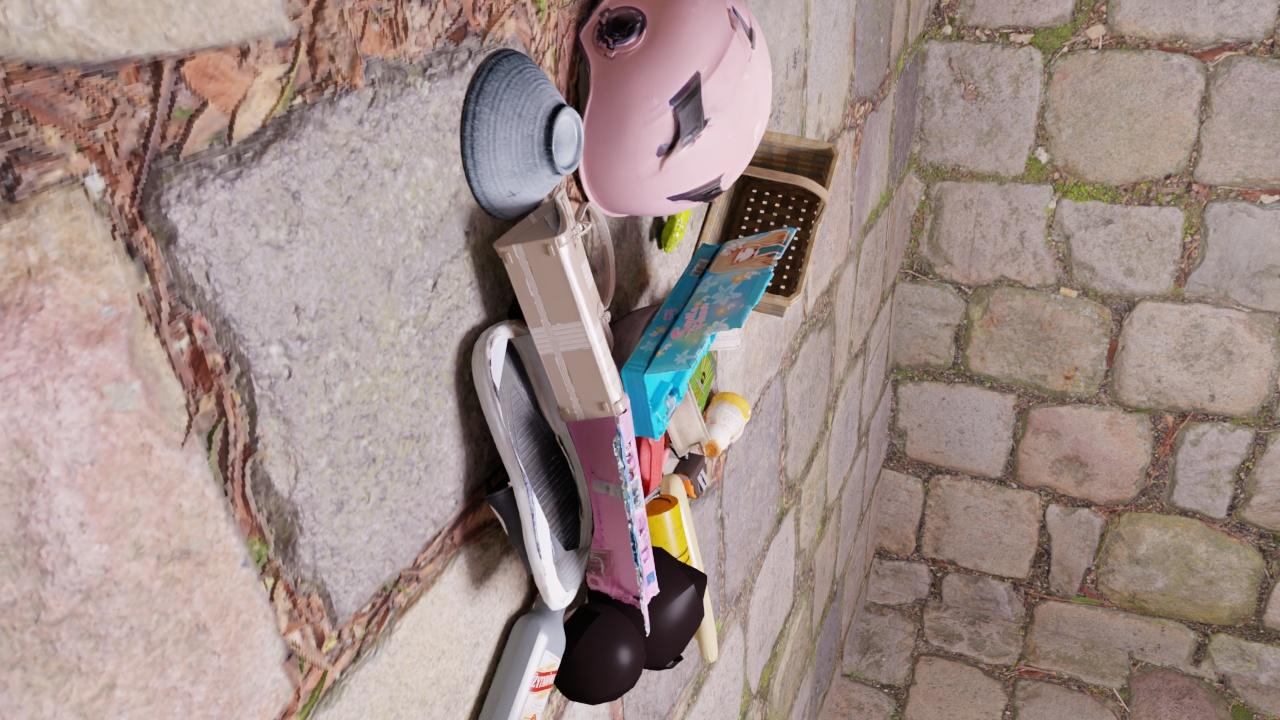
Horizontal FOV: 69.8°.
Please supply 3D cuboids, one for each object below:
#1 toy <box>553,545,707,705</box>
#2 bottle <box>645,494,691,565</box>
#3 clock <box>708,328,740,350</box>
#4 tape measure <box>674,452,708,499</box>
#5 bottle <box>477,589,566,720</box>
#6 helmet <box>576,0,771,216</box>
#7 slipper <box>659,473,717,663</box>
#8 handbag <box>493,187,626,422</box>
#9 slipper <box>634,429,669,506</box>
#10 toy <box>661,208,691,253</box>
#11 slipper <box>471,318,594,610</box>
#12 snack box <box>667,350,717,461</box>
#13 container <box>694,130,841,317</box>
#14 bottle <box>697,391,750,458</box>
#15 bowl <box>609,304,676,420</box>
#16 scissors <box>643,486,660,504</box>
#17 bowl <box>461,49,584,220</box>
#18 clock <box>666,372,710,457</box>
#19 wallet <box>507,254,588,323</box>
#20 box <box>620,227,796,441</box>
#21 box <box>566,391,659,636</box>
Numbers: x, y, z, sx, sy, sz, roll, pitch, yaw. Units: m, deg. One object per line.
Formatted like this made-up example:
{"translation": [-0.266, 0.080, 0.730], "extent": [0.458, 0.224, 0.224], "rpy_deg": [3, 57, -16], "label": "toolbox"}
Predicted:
{"translation": [-0.018, 0.293, 0.998], "extent": [0.183, 0.140, 0.159], "rpy_deg": [-36, 95, -44], "label": "toy"}
{"translation": [0.028, 0.253, 1.124], "extent": [0.070, 0.071, 0.164], "rpy_deg": [-34, 116, -59], "label": "bottle"}
{"translation": [0.069, -0.047, 1.130], "extent": [0.157, 0.103, 0.061], "rpy_deg": [-104, -167, -84], "label": "clock"}
{"translation": [0.073, 0.165, 1.282], "extent": [0.058, 0.038, 0.059], "rpy_deg": [-54, 146, -46], "label": "tape measure"}
{"translation": [-0.106, 0.291, 0.904], "extent": [0.072, 0.046, 0.161], "rpy_deg": [59, 46, -57], "label": "bottle"}
{"translation": [0.043, -0.253, 0.911], "extent": [0.254, 0.153, 0.230], "rpy_deg": [-60, 154, -27], "label": "helmet"}
{"translation": [0.045, 0.278, 1.222], "extent": [0.111, 0.079, 0.261], "rpy_deg": [-75, 153, -77], "label": "slipper"}
{"translation": [-0.052, -0.074, 0.839], "extent": [0.197, 0.062, 0.176], "rpy_deg": [-76, 153, -55], "label": "handbag"}
{"translation": [-0.012, 0.122, 1.041], "extent": [0.248, 0.059, 0.103], "rpy_deg": [-18, 116, -63], "label": "slipper"}
{"translation": [0.041, -0.174, 1.063], "extent": [0.094, 0.036, 0.093], "rpy_deg": [96, 3, -84], "label": "toy"}
{"translation": [-0.104, 0.094, 0.814], "extent": [0.111, 0.063, 0.264], "rpy_deg": [-48, 129, -58], "label": "slipper"}
{"translation": [0.062, 0.051, 1.225], "extent": [0.080, 0.025, 0.147], "rpy_deg": [57, 48, -58], "label": "snack box"}
{"translation": [0.165, -0.195, 1.208], "extent": [0.186, 0.158, 0.249], "rpy_deg": [72, 34, -67], "label": "container"}
{"translation": [0.117, 0.094, 1.322], "extent": [0.108, 0.063, 0.063], "rpy_deg": [-56, 147, -47], "label": "bottle"}
{"translation": [-0.006, 0.006, 0.993], "extent": [0.144, 0.067, 0.145], "rpy_deg": [11, 90, -67], "label": "bowl"}
{"translation": [-0.041, 0.183, 0.984], "extent": [0.161, 0.014, 0.118], "rpy_deg": [-48, 153, -3], "label": "scissors"}
{"translation": [-0.083, -0.181, 0.749], "extent": [0.137, 0.057, 0.137], "rpy_deg": [10, 90, -67], "label": "bowl"}
{"translation": [0.048, 0.049, 1.120], "extent": [0.093, 0.054, 0.141], "rpy_deg": [-9, 78, -87], "label": "clock"}
{"translation": [-0.083, -0.072, 0.852], "extent": [0.091, 0.018, 0.115], "rpy_deg": [55, 46, -59], "label": "wallet"}
{"translation": [0.058, -0.044, 0.930], "extent": [0.226, 0.085, 0.171], "rpy_deg": [-58, -177, -42], "label": "box"}
{"translation": [-0.017, 0.142, 0.880], "extent": [0.062, 0.160, 0.231], "rpy_deg": [-16, 110, -22], "label": "box"}
